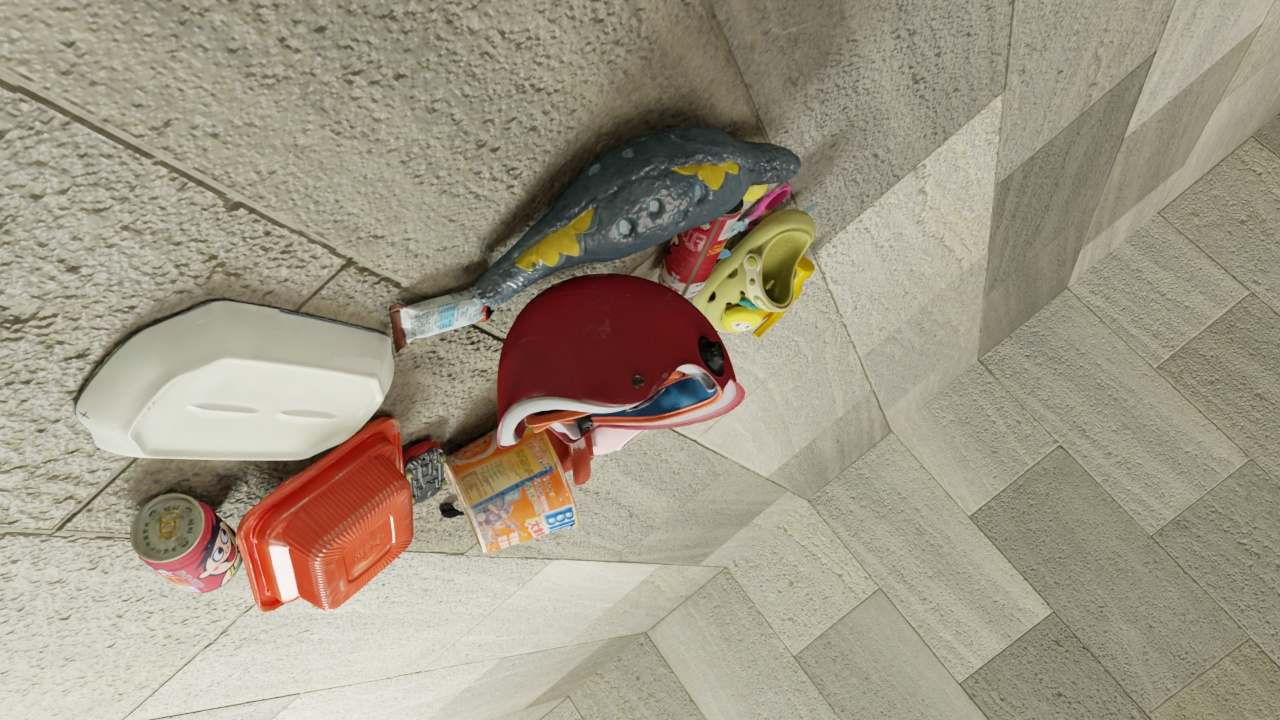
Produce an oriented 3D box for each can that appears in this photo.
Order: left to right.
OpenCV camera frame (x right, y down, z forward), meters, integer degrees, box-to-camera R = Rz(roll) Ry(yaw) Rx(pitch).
[{"bbox_3d":[-0.395,0.160,0.802,0.066,0.066,0.094,-31,157,-18],"label":"can"},{"bbox_3d":[0.061,-0.125,0.966,0.053,0.053,0.133,-23,154,-33],"label":"can"}]

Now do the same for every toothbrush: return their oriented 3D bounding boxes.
[{"bbox_3d":[-0.215,0.199,1.237,0.014,0.016,0.189,-52,159,9],"label":"toothbrush"}]

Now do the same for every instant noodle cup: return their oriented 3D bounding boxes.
[{"bbox_3d":[-0.287,0.160,0.891,0.188,0.079,0.165,-42,156,-37],"label":"instant noodle cup"},{"bbox_3d":[-0.152,0.146,1.059,0.111,0.151,0.152,-23,155,-15],"label":"instant noodle cup"}]

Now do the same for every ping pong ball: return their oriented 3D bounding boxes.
[{"bbox_3d":[0.111,-0.184,0.945,0.040,0.040,0.040,-32,157,-15],"label":"ping pong ball"}]

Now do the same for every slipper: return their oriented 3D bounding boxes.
[{"bbox_3d":[0.138,-0.092,1.078,0.091,0.081,0.191,11,133,-36],"label":"slipper"}]

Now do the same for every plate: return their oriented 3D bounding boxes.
[{"bbox_3d":[-0.303,0.031,0.735,0.162,0.034,0.265,-44,158,14],"label":"plate"},{"bbox_3d":[0.005,0.067,1.213,0.192,0.039,0.192,-39,173,-6],"label":"plate"}]

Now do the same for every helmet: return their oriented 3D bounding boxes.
[{"bbox_3d":[-0.021,-0.005,0.860,0.239,0.144,0.208,1,163,-45],"label":"helmet"}]

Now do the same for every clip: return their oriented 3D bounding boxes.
[{"bbox_3d":[0.072,-0.119,1.033,0.058,0.043,0.026,-28,158,18],"label":"clip"}]

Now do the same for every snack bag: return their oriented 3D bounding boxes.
[{"bbox_3d":[-0.172,-0.042,0.803,0.104,0.026,0.048,-23,131,-33],"label":"snack bag"}]

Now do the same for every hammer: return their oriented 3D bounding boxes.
[{"bbox_3d":[0.106,-0.054,1.207,0.299,0.033,0.129,-21,151,-37],"label":"hammer"}]

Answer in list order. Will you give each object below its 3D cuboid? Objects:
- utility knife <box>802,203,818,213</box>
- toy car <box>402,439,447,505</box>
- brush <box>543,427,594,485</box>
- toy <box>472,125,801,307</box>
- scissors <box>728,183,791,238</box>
[{"bbox_3d":[0.140,-0.127,1.112,0.191,0.020,0.031,-35,161,25],"label":"utility knife"},{"bbox_3d":[-0.243,0.126,1.018,0.049,0.031,0.106,-27,152,-25],"label":"toy car"},{"bbox_3d":[-0.087,0.088,1.100,0.063,0.069,0.146,-24,141,-19],"label":"brush"},{"bbox_3d":[0.017,-0.145,0.814,0.355,0.091,0.138,-26,167,-24],"label":"toy"},{"bbox_3d":[0.121,-0.155,1.057,0.133,0.017,0.130,-36,161,6],"label":"scissors"}]
